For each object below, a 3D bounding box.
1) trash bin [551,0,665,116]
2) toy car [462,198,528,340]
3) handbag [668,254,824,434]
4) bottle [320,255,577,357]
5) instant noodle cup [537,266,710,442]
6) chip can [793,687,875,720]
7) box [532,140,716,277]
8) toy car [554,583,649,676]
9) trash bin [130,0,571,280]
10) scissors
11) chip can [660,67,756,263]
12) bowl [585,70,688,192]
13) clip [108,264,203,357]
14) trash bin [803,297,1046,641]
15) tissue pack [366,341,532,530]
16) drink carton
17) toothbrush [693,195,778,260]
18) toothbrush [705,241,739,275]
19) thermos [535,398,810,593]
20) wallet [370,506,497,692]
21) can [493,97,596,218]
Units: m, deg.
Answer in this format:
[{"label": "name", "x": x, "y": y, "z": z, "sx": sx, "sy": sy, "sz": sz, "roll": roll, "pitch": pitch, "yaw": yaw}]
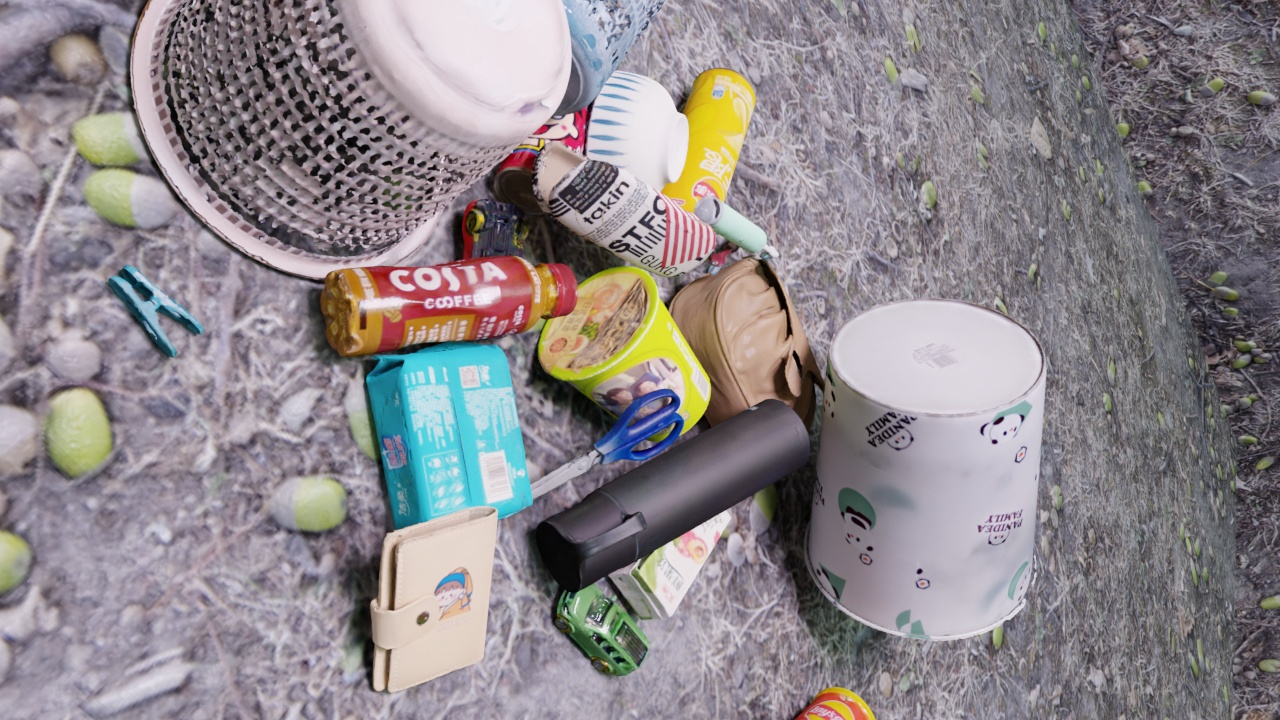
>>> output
[{"label": "trash bin", "x": -0.067, "y": -0.308, "z": 0.702, "sx": 0.226, "sy": 0.227, "sz": 0.194, "roll": 37, "pitch": 67, "yaw": -36}, {"label": "toy car", "x": -0.115, "y": -0.068, "z": 0.699, "sx": 0.049, "sy": 0.031, "sz": 0.106, "roll": 4, "pitch": 89, "yaw": -42}, {"label": "handbag", "x": 0.115, "y": 0.003, "z": 0.885, "sx": 0.147, "sy": 0.100, "sz": 0.204, "roll": -54, "pitch": 126, "yaw": -42}, {"label": "bottle", "x": -0.126, "y": -0.041, "z": 0.635, "sx": 0.174, "sy": 0.058, "sz": 0.057, "roll": -10, "pitch": 87, "yaw": -36}, {"label": "instant noodle cup", "x": -0.004, "y": 0.004, "z": 0.756, "sx": 0.123, "sy": 0.112, "sz": 0.111, "roll": 49, "pitch": 48, "yaw": -39}, {"label": "chip can", "x": 0.137, "y": 0.379, "z": 0.834, "sx": 0.216, "sy": 0.073, "sz": 0.073, "roll": -18, "pitch": 94, "yaw": -49}, {"label": "box", "x": -0.016, "y": -0.123, "z": 0.730, "sx": 0.162, "sy": 0.076, "sz": 0.088, "roll": 19, "pitch": 34, "yaw": -46}, {"label": "toy car", "x": -0.029, "y": 0.210, "z": 0.721, "sx": 0.091, "sy": 0.036, "sz": 0.043, "roll": 50, "pitch": 49, "yaw": -22}, {"label": "trash bin", "x": -0.158, "y": -0.181, "z": 0.563, "sx": 0.227, "sy": 0.193, "sz": 0.227, "roll": 16, "pitch": 68, "yaw": -45}, {"label": "scissors", "x": -0.037, "y": 0.084, "z": 0.712, "sx": 0.175, "sy": 0.012, "sz": 0.108, "roll": -44, "pitch": 140, "yaw": 0}, {"label": "chip can", "x": 0.058, "y": -0.190, "z": 0.895, "sx": 0.072, "sy": 0.072, "sz": 0.212, "roll": 43, "pitch": 51, "yaw": -32}, {"label": "bowl", "x": 0.003, "y": -0.188, "z": 0.797, "sx": 0.116, "sy": 0.066, "sz": 0.116, "roll": 12, "pitch": 89, "yaw": -75}, {"label": "clip", "x": -0.277, "y": -0.030, "z": 0.523, "sx": 0.056, "sy": 0.014, "sz": 0.039, "roll": 56, "pitch": 44, "yaw": -24}, {"label": "trash bin", "x": 0.269, "y": 0.093, "z": 0.873, "sx": 0.228, "sy": 0.230, "sz": 0.252, "roll": -48, "pitch": 141, "yaw": -43}, {"label": "tissue pack", "x": -0.132, "y": 0.052, "z": 0.635, "sx": 0.093, "sy": 0.050, "sz": 0.133, "roll": -6, "pitch": 84, "yaw": -46}, {"label": "drink carton", "x": 0.025, "y": 0.159, "z": 0.785, "sx": 0.053, "sy": 0.046, "sz": 0.122, "roll": 56, "pitch": 45, "yaw": -16}, {"label": "toothbrush", "x": 0.099, "y": -0.120, "z": 0.875, "sx": 0.224, "sy": 0.027, "sz": 0.026, "roll": 8, "pitch": 57, "yaw": -66}, {"label": "toothbrush", "x": 0.092, "y": -0.111, "z": 0.916, "sx": 0.016, "sy": 0.017, "sz": 0.187, "roll": 30, "pitch": 23, "yaw": 7}, {"label": "thermos", "x": 0.038, "y": 0.105, "z": 0.737, "sx": 0.241, "sy": 0.090, "sz": 0.068, "roll": -25, "pitch": 92, "yaw": -33}, {"label": "wallet", "x": -0.134, "y": 0.156, "z": 0.593, "sx": 0.087, "sy": 0.024, "sz": 0.115, "roll": -8, "pitch": 116, "yaw": -42}, {"label": "can", "x": -0.073, "y": -0.183, "z": 0.760, "sx": 0.053, "sy": 0.053, "sz": 0.132, "roll": 44, "pitch": 51, "yaw": -32}]
